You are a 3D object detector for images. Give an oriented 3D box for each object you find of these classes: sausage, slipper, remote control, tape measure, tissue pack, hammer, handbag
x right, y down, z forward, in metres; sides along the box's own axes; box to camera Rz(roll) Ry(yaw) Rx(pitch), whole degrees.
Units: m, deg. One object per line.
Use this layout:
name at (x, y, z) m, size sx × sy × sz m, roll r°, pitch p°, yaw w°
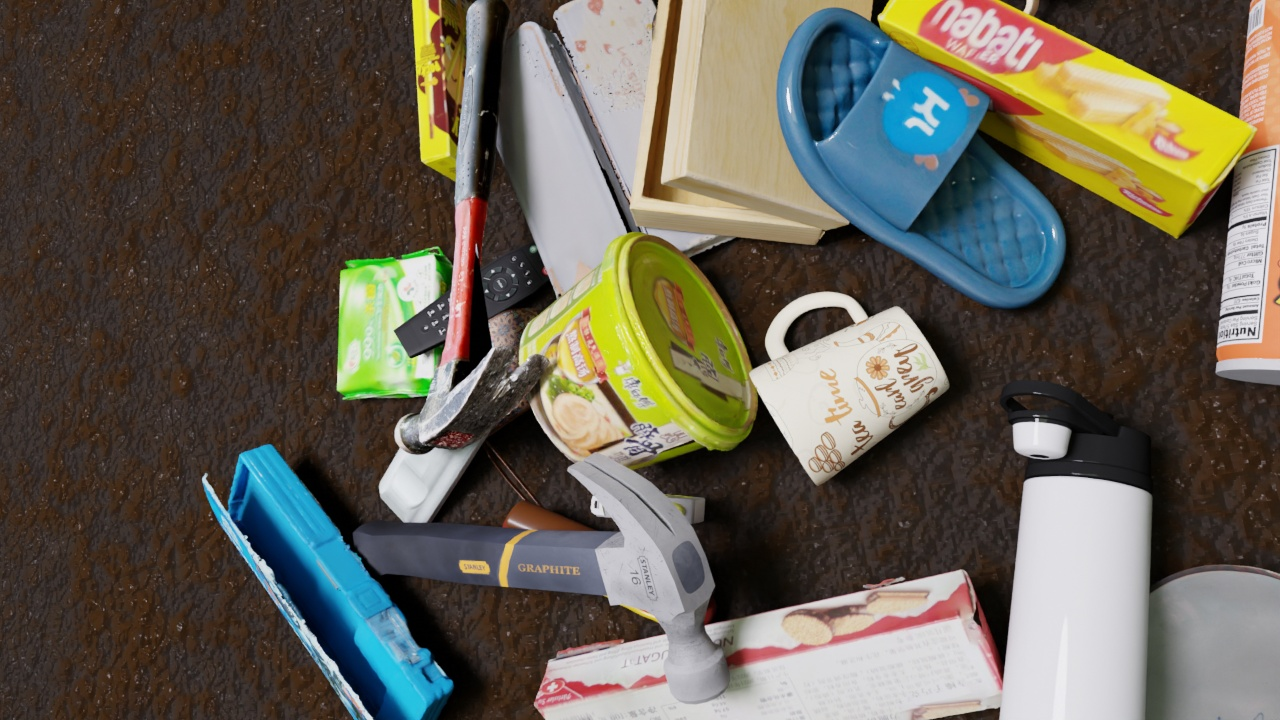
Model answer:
sausage at (-0.022, 0.137, 0.608) m, size 0.156 × 0.040 × 0.040 m, roll 20°, pitch 91°, yaw 15°
slipper at (0.163, -0.109, 0.518) m, size 0.213 × 0.059 × 0.103 m, roll 40°, pitch 77°, yaw -11°
remote control at (-0.150, 0.069, 0.660) m, size 0.050 × 0.022 × 0.134 m, roll 43°, pitch 122°, yaw 11°
tape measure at (0.007, 0.096, 0.599) m, size 0.065 × 0.064 × 0.016 m, roll 2°, pitch 84°, yaw 17°
tissue pack at (-0.188, -0.025, 0.710) m, size 0.100 × 0.034 × 0.114 m, roll -5°, pitch 79°, yaw 23°
hammer at (-0.107, -0.106, 0.610) m, size 0.141 × 0.036 × 0.325 m, roll -23°, pitch 60°, yaw 48°
hammer at (-0.088, 0.134, 0.595) m, size 0.313 × 0.035 × 0.139 m, roll -8°, pitch 101°, yaw 41°
remote control at (-0.120, -0.044, 0.674) m, size 0.124 × 0.010 × 0.039 m, roll -32°, pitch 72°, yaw -7°
handbag at (-0.063, 0.058, 0.655) m, size 0.093 × 0.043 × 0.195 m, roll -34°, pitch 81°, yaw 11°

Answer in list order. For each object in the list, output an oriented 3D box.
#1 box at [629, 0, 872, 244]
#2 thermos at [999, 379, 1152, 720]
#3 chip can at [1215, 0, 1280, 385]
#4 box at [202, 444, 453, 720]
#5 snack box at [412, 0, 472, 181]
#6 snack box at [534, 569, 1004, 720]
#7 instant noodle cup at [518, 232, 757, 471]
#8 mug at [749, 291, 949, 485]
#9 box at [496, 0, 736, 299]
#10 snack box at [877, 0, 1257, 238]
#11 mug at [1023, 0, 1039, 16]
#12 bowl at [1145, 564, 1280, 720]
box at (0.076, -0.208, 0.569) m, size 0.141 × 0.148 × 0.248 m, roll 7°, pitch 85°, yaw -6°
thermos at (0.219, 0.134, 0.479) m, size 0.069 × 0.101 × 0.229 m, roll -10°, pitch 65°, yaw 56°
chip can at (0.351, -0.094, 0.486) m, size 0.062 × 0.062 × 0.210 m, roll 6°, pitch 86°, yaw 22°
box at (-0.241, 0.180, 0.672) m, size 0.243 × 0.065 × 0.091 m, roll 44°, pitch 128°, yaw 21°
snack box at (-0.144, -0.214, 0.701) m, size 0.026 × 0.061 × 0.149 m, roll -9°, pitch 80°, yaw 19°
snack box at (0.073, 0.193, 0.557) m, size 0.273 × 0.044 × 0.077 m, roll -19°, pitch 114°, yaw 19°
instant noodle cup at (-0.003, 0.003, 0.577) m, size 0.098 × 0.146 × 0.146 m, roll -29°, pitch 73°, yaw 26°
mug at (0.122, 0.003, 0.570) m, size 0.097 × 0.081 × 0.121 m, roll -32°, pitch 46°, yaw 8°
box at (-0.026, -0.157, 0.659) m, size 0.157 × 0.063 × 0.216 m, roll -24°, pitch 74°, yaw 6°
snack box at (0.233, -0.148, 0.524) m, size 0.201 × 0.092 × 0.042 m, roll 38°, pitch 97°, yaw 21°
mug at (0.214, -0.257, 0.560) m, size 0.104 × 0.085 × 0.112 m, roll 26°, pitch 122°, yaw 32°
bowl at (0.308, 0.182, 0.455) m, size 0.151 × 0.056 × 0.150 m, roll -41°, pitch 41°, yaw 48°
